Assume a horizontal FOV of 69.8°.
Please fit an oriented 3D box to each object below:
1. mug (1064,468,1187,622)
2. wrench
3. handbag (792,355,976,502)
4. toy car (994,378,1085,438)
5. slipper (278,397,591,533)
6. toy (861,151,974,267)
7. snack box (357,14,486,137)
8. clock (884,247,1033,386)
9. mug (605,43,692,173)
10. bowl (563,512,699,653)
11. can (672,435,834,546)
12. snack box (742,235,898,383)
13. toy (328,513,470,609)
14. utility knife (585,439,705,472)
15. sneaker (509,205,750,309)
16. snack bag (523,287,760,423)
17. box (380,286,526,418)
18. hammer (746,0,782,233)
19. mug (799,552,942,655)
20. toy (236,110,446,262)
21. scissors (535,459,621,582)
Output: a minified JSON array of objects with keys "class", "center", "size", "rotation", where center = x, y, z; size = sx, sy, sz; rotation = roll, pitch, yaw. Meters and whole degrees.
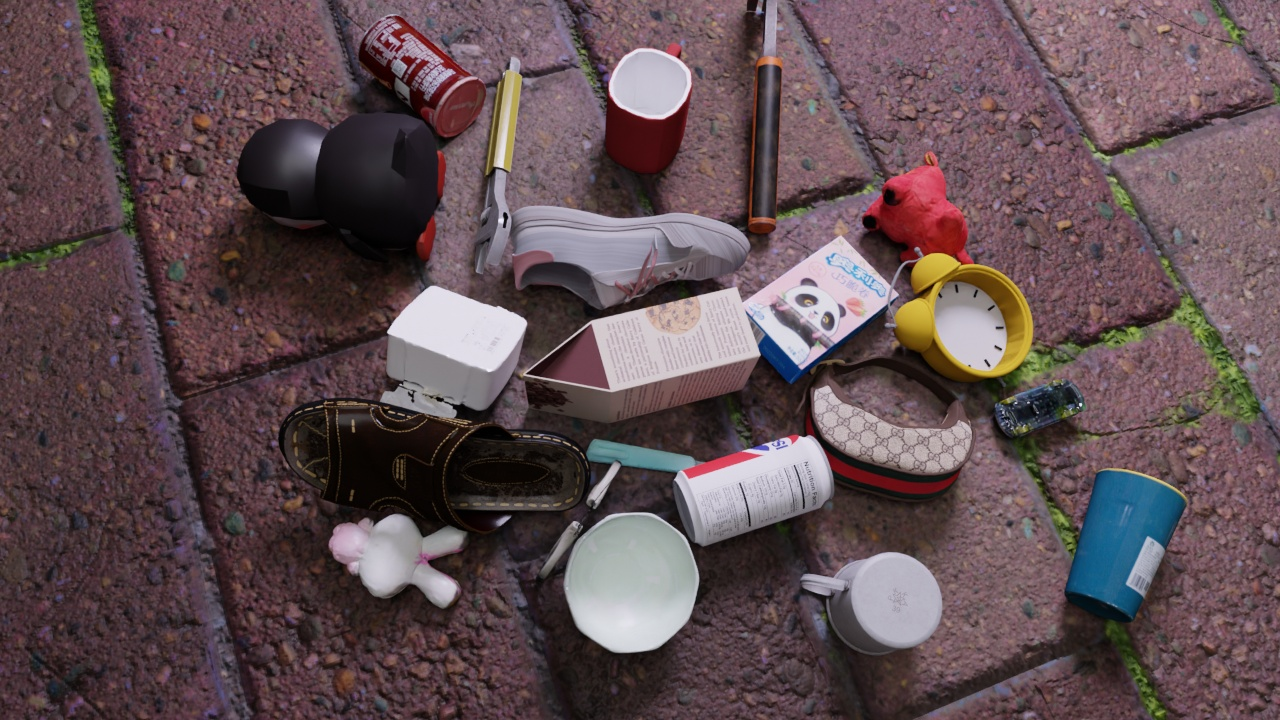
[{"class":"mug","center":[0.435,0.169,0.831],"size":[0.078,0.078,0.121],"rotation":[27,75,6]},{"class":"wrench","center":[-0.143,-0.207,0.939],"size":[0.018,0.084,0.272],"rotation":[16,61,-25]},{"class":"handbag","center":[0.231,0.057,0.874],"size":[0.166,0.063,0.138],"rotation":[14,52,7]},{"class":"toy car","center":[0.388,0.047,0.896],"size":[0.089,0.027,0.038],"rotation":[-18,69,-9]},{"class":"slipper","center":[-0.175,0.093,0.787],"size":[0.268,0.075,0.113],"rotation":[9,109,-7]},{"class":"toy","center":[0.308,-0.146,0.943],"size":[0.133,0.088,0.093],"rotation":[46,55,0]},{"class":"snack box","center":[-0.230,-0.299,0.964],"size":[0.121,0.072,0.072],"rotation":[40,72,12]},{"class":"clock","center":[0.313,-0.042,0.905],"size":[0.152,0.052,0.113],"rotation":[28,72,-6]},{"class":"mug","center":[0.014,-0.269,0.953],"size":[0.080,0.097,0.116],"rotation":[25,70,6]},{"class":"bowl","center":[-0.014,0.188,0.794],"size":[0.117,0.061,0.117],"rotation":[2,84,-16]},{"class":"can","center":[0.101,0.116,0.830],"size":[0.132,0.070,0.070],"rotation":[-16,71,-9]},{"class":"snack box","center":[0.173,-0.052,0.902],"size":[0.153,0.033,0.088],"rotation":[-34,75,-28]},{"class":"toy","center":[-0.212,0.171,0.807],"size":[0.122,0.038,0.079],"rotation":[15,66,-7]},{"class":"utility knife","center":[0.019,0.095,0.863],"size":[0.141,0.015,0.022],"rotation":[9,91,-1]},{"class":"sneaker","center":[-0.013,-0.088,0.886],"size":[0.236,0.099,0.089],"rotation":[4,72,0]},{"class":"snack bag","center":[-0.005,0.005,0.852],"size":[0.206,0.094,0.069],"rotation":[-14,71,-9]},{"class":"box","center":[-0.184,0.032,0.851],"size":[0.107,0.132,0.151],"rotation":[18,38,5]},{"class":"hammer","center":[0.133,-0.289,0.979],"size":[0.035,0.138,0.314],"rotation":[4,83,-2]},{"class":"mug","center":[0.199,0.208,0.803],"size":[0.113,0.071,0.084],"rotation":[18,69,1]},{"class":"toy","center":[-0.293,-0.181,0.878],"size":[0.184,0.140,0.159],"rotation":[6,69,-1]},{"class":"scissors","center":[-0.050,0.134,0.786],"size":[0.012,0.170,0.158],"rotation":[34,110,2]}]
